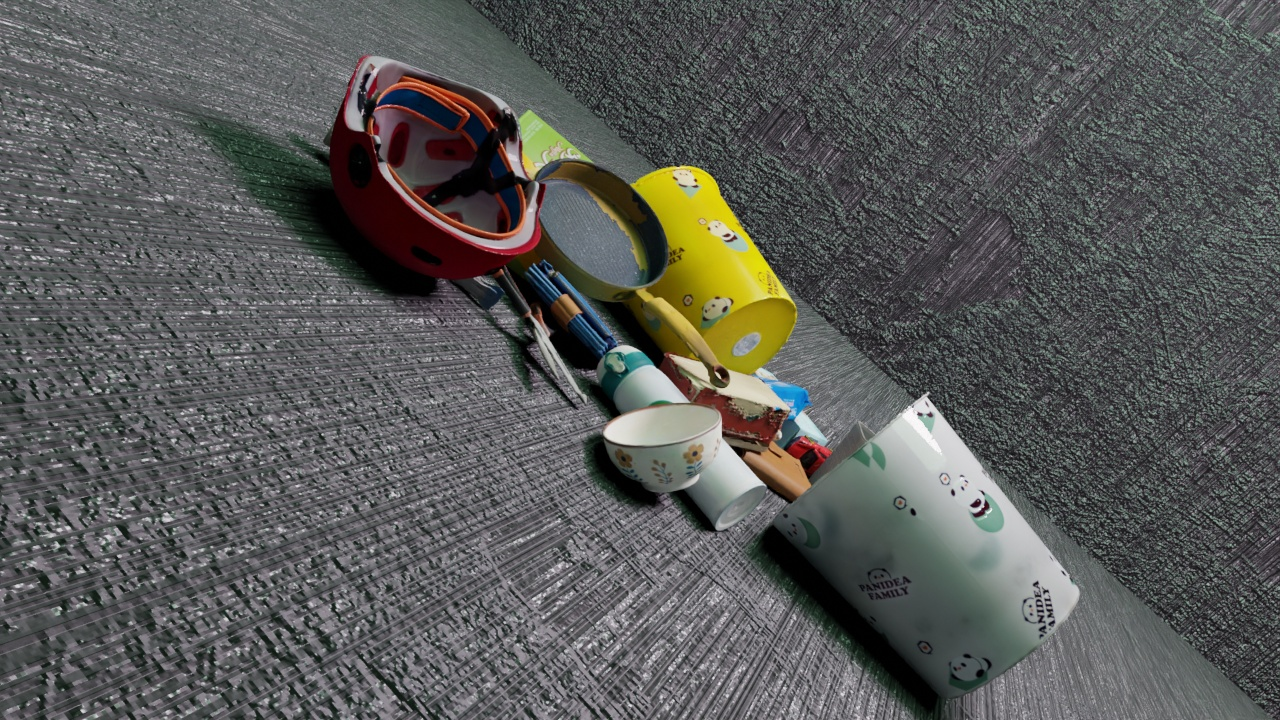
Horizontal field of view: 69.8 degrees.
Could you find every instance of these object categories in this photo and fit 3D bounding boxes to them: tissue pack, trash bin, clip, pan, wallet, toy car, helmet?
[{"bbox_3d":[0.163,0.053,1.278,0.095,0.052,0.156,17,9,40],"label":"tissue pack"},{"bbox_3d":[0.306,0.200,0.985,0.252,0.230,0.229,50,17,13],"label":"trash bin"},{"bbox_3d":[-0.175,-0.080,0.974,0.058,0.027,0.045,39,23,-2],"label":"clip"},{"bbox_3d":[-0.007,-0.104,1.105,0.197,0.078,0.357,-15,70,-45],"label":"pan"},{"bbox_3d":[0.167,0.132,1.189,0.131,0.031,0.107,36,18,-21],"label":"wallet"},{"bbox_3d":[0.080,-0.111,1.322,0.229,0.230,0.255,19,31,-53],"label":"trash bin"},{"bbox_3d":[0.242,0.141,1.304,0.106,0.049,0.031,30,17,-37],"label":"toy car"},{"bbox_3d":[-0.076,-0.049,1.061,0.133,0.040,0.106,46,-5,12],"label":"wallet"},{"bbox_3d":[-0.211,-0.167,0.915,0.206,0.144,0.239,4,56,-45],"label":"helmet"}]

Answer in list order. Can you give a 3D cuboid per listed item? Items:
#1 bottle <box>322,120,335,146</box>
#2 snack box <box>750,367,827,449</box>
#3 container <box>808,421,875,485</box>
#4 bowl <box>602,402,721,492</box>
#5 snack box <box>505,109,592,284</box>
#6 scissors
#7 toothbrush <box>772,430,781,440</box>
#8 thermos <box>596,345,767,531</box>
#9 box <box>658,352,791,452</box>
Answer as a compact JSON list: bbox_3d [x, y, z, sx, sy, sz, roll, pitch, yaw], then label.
[{"bbox_3d":[-0.262,-0.204,1.029,0.189,0.068,0.068,33,17,-24],"label":"bottle"},{"bbox_3d":[0.204,0.075,1.388,0.074,0.052,0.174,26,20,-42],"label":"snack box"},{"bbox_3d":[0.293,0.161,1.242,0.090,0.114,0.090,40,15,-3],"label":"container"},{"bbox_3d":[0.025,0.086,0.871,0.113,0.113,0.062,-77,157,-73],"label":"bowl"},{"bbox_3d":[-0.142,-0.215,1.193,0.157,0.070,0.209,38,43,-8],"label":"snack box"},{"bbox_3d":[-0.113,-0.042,0.969,0.189,0.015,0.226,54,4,-12],"label":"scissors"},{"bbox_3d":[0.173,0.094,1.258,0.018,0.016,0.191,43,1,-5],"label":"toothbrush"},{"bbox_3d":[0.034,0.073,0.961,0.224,0.073,0.073,48,17,28],"label":"thermos"},{"bbox_3d":[0.098,0.046,1.109,0.168,0.080,0.091,15,23,-37],"label":"box"}]
